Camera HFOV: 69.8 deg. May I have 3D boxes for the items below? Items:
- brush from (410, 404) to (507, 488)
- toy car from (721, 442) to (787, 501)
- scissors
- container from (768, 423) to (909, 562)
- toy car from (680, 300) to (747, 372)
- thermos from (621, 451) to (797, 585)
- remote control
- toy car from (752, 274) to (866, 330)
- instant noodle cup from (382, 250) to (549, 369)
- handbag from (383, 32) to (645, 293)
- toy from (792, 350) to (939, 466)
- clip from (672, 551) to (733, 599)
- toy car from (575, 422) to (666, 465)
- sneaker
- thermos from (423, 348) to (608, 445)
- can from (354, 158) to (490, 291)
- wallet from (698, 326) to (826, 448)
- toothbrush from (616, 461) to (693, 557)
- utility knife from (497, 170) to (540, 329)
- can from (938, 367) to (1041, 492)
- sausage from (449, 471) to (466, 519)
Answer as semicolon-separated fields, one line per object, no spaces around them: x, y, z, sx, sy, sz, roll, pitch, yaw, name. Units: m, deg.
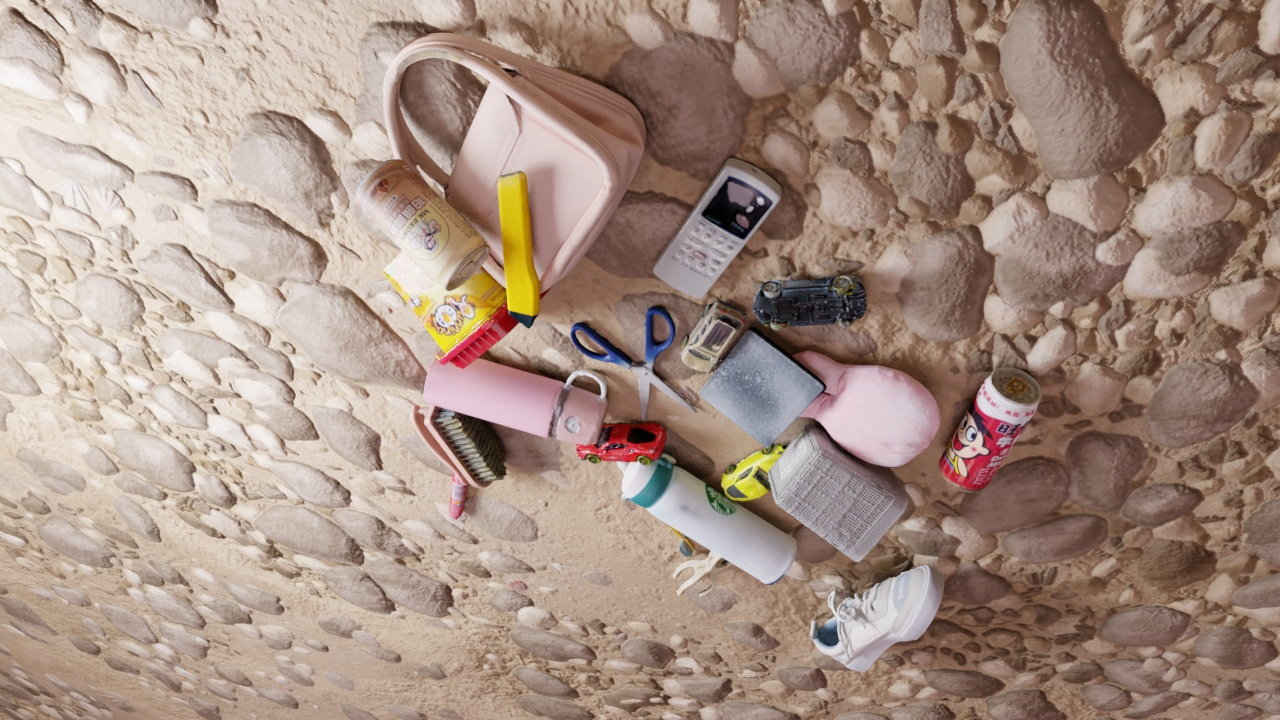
-0.216;0.100;1.104;0.073;0.063;0.146;-11;131;18;brush
0.137;0.131;1.043;0.048;0.032;0.105;39;129;-18;toy car
-0.001;0.002;0.982;0.162;0.012;0.176;22;136;-4;scissors
0.204;0.136;0.974;0.114;0.090;0.090;33;105;-9;container
0.071;-0.020;0.922;0.042;0.035;0.091;27;136;-6;toy car
0.080;0.182;1.086;0.224;0.073;0.073;33;133;-13;thermos
0.068;-0.117;0.841;0.058;0.021;0.150;28;134;-9;remote control
0.158;-0.056;0.862;0.106;0.031;0.049;-3;130;18;toy car
-0.174;-0.076;0.902;0.116;0.115;0.123;-33;104;38;instant noodle cup
-0.128;-0.186;0.809;0.234;0.093;0.194;35;133;-4;handbag
0.218;0.046;0.924;0.159;0.054;0.122;26;135;9;toy
0.074;0.267;1.174;0.084;0.034;0.105;4;138;-19;clip
-0.024;0.093;1.046;0.106;0.049;0.031;-2;130;19;toy car
0.283;0.308;1.131;0.091;0.089;0.243;24;141;1;sneaker
-0.135;0.034;1.021;0.198;0.067;0.087;15;107;4;thermos
-0.193;-0.120;0.811;0.116;0.058;0.059;44;132;3;can
0.123;0.029;0.940;0.097;0.019;0.121;38;138;4;wallet
0.019;0.185;1.140;0.016;0.018;0.191;-17;126;27;toothbrush
-0.105;-0.095;0.804;0.033;0.015;0.154;13;128;16;utility knife
0.343;0.070;0.906;0.053;0.053;0.133;15;134;4;can
-0.237;0.161;1.198;0.020;0.020;0.156;17;134;1;sausage
